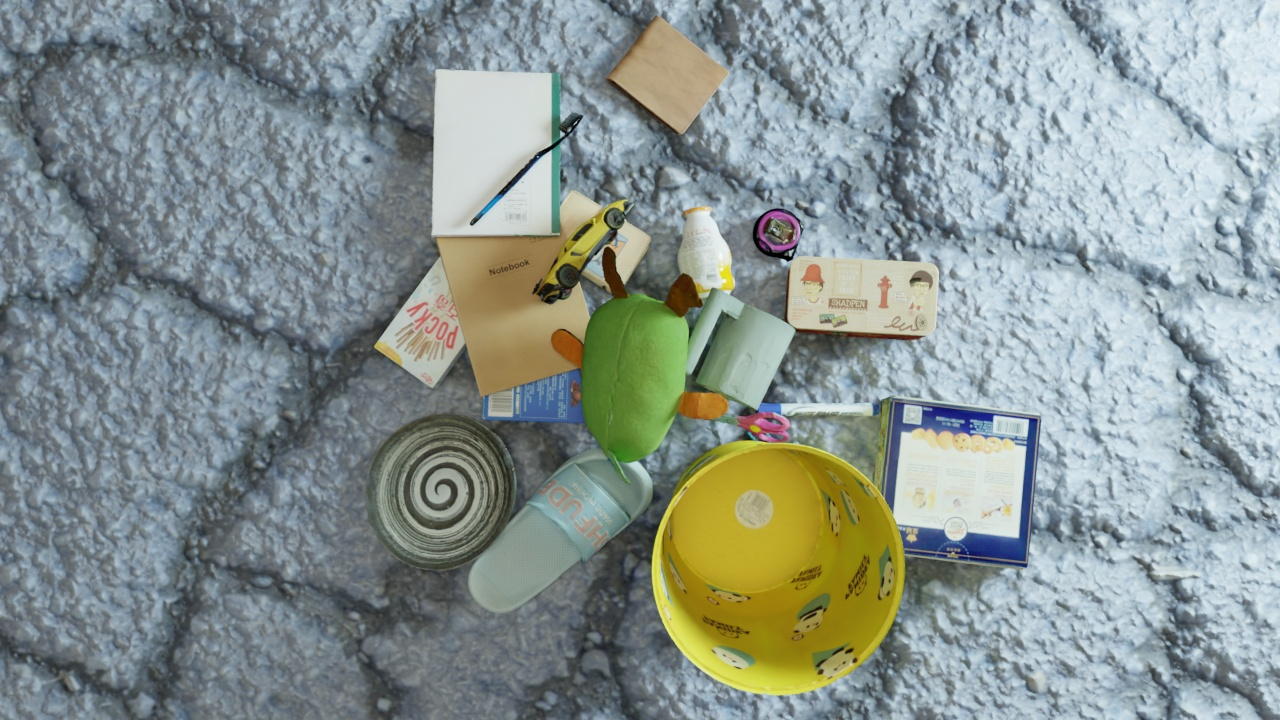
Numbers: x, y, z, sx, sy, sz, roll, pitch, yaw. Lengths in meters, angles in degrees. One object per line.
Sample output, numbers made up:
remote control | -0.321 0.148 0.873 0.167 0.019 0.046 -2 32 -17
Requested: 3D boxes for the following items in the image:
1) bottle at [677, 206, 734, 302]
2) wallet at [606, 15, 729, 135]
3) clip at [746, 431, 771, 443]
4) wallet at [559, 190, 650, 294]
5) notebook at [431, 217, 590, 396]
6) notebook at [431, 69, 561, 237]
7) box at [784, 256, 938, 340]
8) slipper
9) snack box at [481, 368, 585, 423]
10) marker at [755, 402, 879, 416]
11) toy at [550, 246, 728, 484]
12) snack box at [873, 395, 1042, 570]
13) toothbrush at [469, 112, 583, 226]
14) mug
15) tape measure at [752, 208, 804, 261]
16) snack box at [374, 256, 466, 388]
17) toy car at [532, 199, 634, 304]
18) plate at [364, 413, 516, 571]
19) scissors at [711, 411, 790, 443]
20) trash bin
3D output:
bottle | 0.074 -0.123 1.072 0.063 0.063 0.108 -8 87 -2
wallet | 0.033 -0.343 1.108 0.115 0.020 0.101 38 86 -2
clip | 0.151 0.100 1.086 0.043 0.014 0.056 -41 89 -2
wallet | -0.053 -0.142 1.091 0.115 0.024 0.087 32 91 2
notebook | -0.143 -0.077 1.064 0.147 0.008 0.207 -16 85 -6
notebook | -0.169 -0.245 1.079 0.150 0.012 0.209 0 77 -3
box | 0.255 -0.073 1.076 0.168 0.076 0.091 4 87 5
slipper | -0.097 0.193 1.043 0.245 0.074 0.104 -41 87 -2
snack box | -0.104 0.030 1.076 0.157 0.026 0.084 2 87 -2
marker | 0.210 0.058 1.088 0.146 0.017 0.017 0 86 -2
toy | -0.006 0.006 0.996 0.227 0.089 0.247 24 116 29
snack box | 0.366 0.142 1.073 0.178 0.046 0.182 7 86 -1
toothbrush | -0.133 -0.224 1.065 0.016 0.014 0.189 41 78 6
mug | 0.105 -0.012 1.046 0.124 0.084 0.103 26 88 -34
tape measure | 0.163 -0.151 1.088 0.058 0.039 0.057 24 86 0
snack box | -0.231 -0.053 1.078 0.084 0.027 0.156 35 85 0
toy car | -0.064 -0.125 1.036 0.041 0.071 0.155 40 76 -4
plate | -0.228 0.150 1.058 0.179 0.024 0.179 -2 79 7
scissors | 0.109 0.071 1.069 0.133 0.057 0.017 9 51 18
trash bin | 0.125 0.187 0.952 0.229 0.255 0.229 0 91 0
